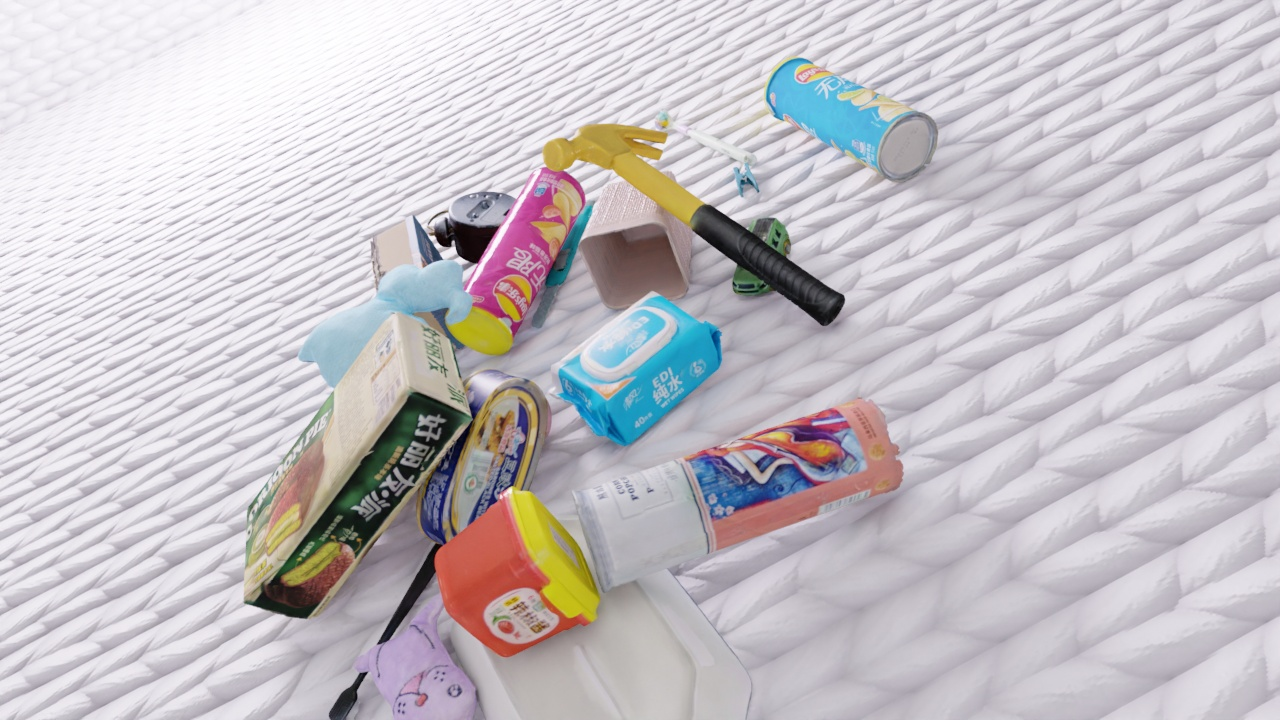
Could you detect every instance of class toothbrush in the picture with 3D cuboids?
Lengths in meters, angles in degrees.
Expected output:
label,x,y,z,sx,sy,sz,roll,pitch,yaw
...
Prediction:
label,x,y,z,sx,sy,sz,roll,pitch,yaw
toothbrush,-0.185,0.199,0.711,0.016,0.018,0.180,5,46,25
toothbrush,0.074,-0.258,1.072,0.020,0.029,0.189,0,26,-37

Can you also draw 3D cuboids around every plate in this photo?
label,x,y,z,sx,sy,sz,roll,pitch,yaw
plate,-0.040,0.194,0.622,0.162,0.034,0.265,-34,40,-10

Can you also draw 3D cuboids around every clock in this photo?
label,x,y,z,sx,sy,sz,roll,pitch,yaw
clock,-0.185,-0.153,1.042,0.122,0.055,0.081,14,40,15

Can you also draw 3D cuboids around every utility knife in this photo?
label,x,y,z,sx,sy,sz,roll,pitch,yaw
utility knife,-0.084,-0.109,0.994,0.029,0.013,0.215,-10,43,24

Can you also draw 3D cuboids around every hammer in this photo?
label,x,y,z,sx,sy,sz,roll,pitch,yaw
hammer,0.055,-0.129,0.827,0.301,0.033,0.128,39,43,20

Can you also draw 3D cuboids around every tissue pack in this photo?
label,x,y,z,sx,sy,sz,roll,pitch,yaw
tissue pack,-0.005,0.005,0.788,0.140,0.063,0.090,-38,41,-15

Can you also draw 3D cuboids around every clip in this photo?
label,x,y,z,sx,sy,sz,roll,pitch,yaw
clip,0.112,-0.194,0.984,0.042,0.014,0.056,-19,39,8

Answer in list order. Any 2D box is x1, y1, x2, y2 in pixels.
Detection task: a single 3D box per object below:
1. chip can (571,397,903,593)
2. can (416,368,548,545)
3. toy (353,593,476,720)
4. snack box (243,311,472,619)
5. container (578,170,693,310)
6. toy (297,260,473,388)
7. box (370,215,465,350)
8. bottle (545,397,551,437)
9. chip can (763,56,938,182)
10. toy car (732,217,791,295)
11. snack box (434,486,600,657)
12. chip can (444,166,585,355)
label,x,y,z,sx,sy,sz,roll,pitch,yaw
chip can,0.066,0.089,0.624,0.214,0.071,0.071,-17,39,-7
can,-0.125,0.081,0.730,0.049,0.074,0.148,11,80,49
toy,-0.150,0.224,0.641,0.084,0.039,0.108,-41,45,-5
snack box,-0.234,0.086,0.740,0.240,0.063,0.114,-50,36,17
container,0.002,-0.123,0.909,0.090,0.090,0.110,-10,38,19
toy,-0.238,-0.030,0.858,0.161,0.050,0.156,-1,54,12
box,-0.241,-0.079,0.986,0.061,0.090,0.184,-25,44,2
bottle,-0.176,0.056,0.823,0.197,0.068,0.068,-6,43,18
chip can,0.211,-0.253,0.951,0.071,0.071,0.210,-31,40,-7
toy car,0.112,-0.097,0.862,0.043,0.036,0.091,-1,49,26
snack box,-0.083,0.142,0.605,0.080,0.091,0.082,-32,40,2
chip can,-0.126,-0.108,0.956,0.071,0.071,0.210,2,52,29
